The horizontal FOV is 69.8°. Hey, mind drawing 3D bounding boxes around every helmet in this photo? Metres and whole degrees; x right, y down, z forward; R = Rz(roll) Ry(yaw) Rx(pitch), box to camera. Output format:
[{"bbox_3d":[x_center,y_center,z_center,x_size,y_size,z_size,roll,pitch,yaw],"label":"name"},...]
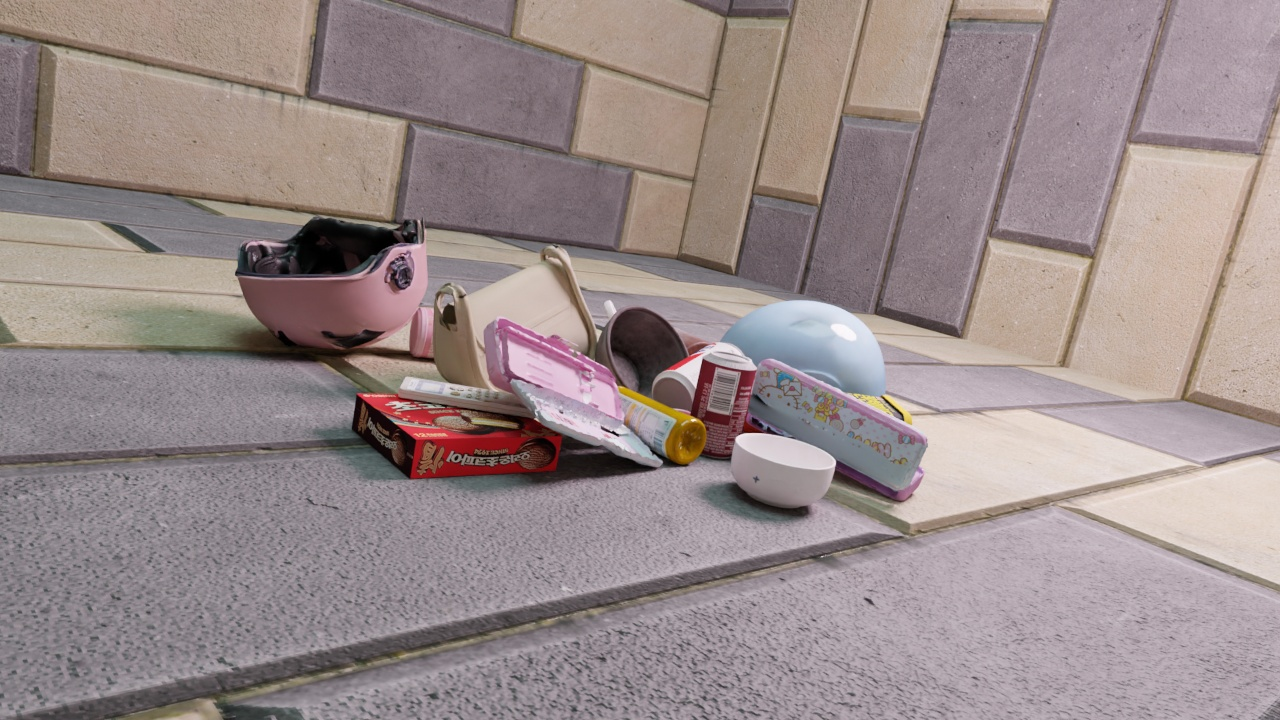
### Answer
[{"bbox_3d":[-0.388,-0.093,1.172,0.230,0.153,0.254,3,22,9],"label":"helmet"},{"bbox_3d":[0.231,-0.003,1.359,0.266,0.167,0.225,3,20,6],"label":"helmet"}]

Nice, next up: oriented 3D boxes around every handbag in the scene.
[{"bbox_3d":[-0.170,-0.042,1.130,0.132,0.184,0.228,14,29,29],"label":"handbag"}]

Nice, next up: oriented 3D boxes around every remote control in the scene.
[{"bbox_3d":[-0.171,0.036,0.922,0.135,0.011,0.050,10,11,-9],"label":"remote control"}]

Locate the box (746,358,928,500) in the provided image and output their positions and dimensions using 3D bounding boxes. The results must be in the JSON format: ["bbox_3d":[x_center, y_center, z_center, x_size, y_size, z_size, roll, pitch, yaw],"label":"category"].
[{"bbox_3d":[0.230,0.070,1.061,0.214,0.093,0.089,27,27,27],"label":"box"}]

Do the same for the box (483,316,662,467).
[{"bbox_3d":[-0.071,0.042,0.930,0.201,0.059,0.155,28,29,-51],"label":"box"}]

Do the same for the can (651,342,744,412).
[{"bbox_3d":[0.077,0.026,1.161,0.070,0.070,0.131,18,29,31],"label":"can"}]

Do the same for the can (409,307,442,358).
[{"bbox_3d":[-0.268,-0.034,1.239,0.076,0.067,0.067,7,12,-24],"label":"can"}]

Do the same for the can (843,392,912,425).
[{"bbox_3d":[0.280,0.085,1.189,0.101,0.072,0.130,9,11,-1],"label":"can"}]

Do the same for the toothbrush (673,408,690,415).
[{"bbox_3d":[0.069,0.075,1.100,0.016,0.021,0.135,27,4,37],"label":"toothbrush"}]

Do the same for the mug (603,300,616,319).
[{"bbox_3d":[-0.029,-0.039,1.410,0.075,0.112,0.076,-23,11,3],"label":"mug"}]

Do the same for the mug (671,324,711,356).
[{"bbox_3d":[0.042,0.009,1.329,0.122,0.096,0.110,-33,26,-20],"label":"mug"}]

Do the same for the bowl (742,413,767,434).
[{"bbox_3d":[0.165,0.076,1.208,0.122,0.035,0.122,11,11,-2],"label":"bowl"}]

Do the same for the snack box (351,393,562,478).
[{"bbox_3d":[-0.177,0.069,0.883,0.151,0.036,0.133,2,14,-40],"label":"snack box"}]

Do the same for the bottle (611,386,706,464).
[{"bbox_3d":[-0.007,0.064,1.046,0.053,0.053,0.186,1,14,-43],"label":"bottle"}]

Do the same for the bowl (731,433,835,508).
[{"bbox_3d":[0.142,0.115,0.933,0.105,0.054,0.104,10,13,-2],"label":"bowl"}]

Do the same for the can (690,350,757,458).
[{"bbox_3d":[0.092,0.050,1.051,0.063,0.114,0.063,11,11,-2],"label":"can"}]

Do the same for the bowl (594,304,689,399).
[{"bbox_3d":[-0.007,0.007,1.197,0.144,0.145,0.067,1,-23,-44],"label":"bowl"}]
